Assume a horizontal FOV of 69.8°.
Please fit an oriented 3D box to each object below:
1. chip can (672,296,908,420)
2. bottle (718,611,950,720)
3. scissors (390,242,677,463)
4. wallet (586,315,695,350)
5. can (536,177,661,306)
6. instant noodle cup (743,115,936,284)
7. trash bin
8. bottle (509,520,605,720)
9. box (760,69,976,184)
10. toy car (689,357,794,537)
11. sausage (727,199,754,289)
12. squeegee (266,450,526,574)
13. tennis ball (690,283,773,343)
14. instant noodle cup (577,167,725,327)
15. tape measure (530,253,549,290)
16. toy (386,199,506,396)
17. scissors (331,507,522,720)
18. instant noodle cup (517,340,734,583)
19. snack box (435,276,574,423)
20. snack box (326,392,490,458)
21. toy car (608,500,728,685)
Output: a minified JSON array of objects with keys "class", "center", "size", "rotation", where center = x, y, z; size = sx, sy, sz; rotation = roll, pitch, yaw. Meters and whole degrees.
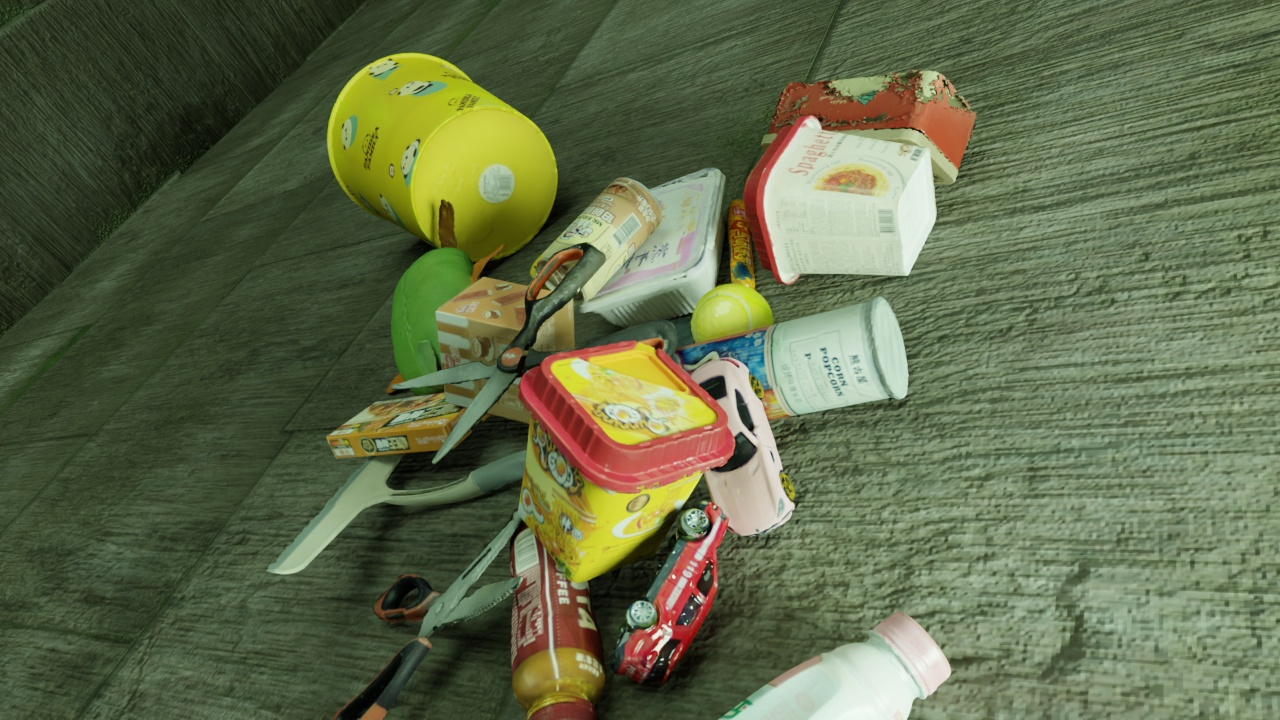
[{"class":"chip can","center":[0.078,0.012,0.670],"size":[0.215,0.071,0.071],"rotation":[-13,38,29]},{"class":"bottle","center":[0.066,0.199,0.451],"size":[0.196,0.068,0.068],"rotation":[-35,33,-9]},{"class":"scissors","center":[-0.077,-0.012,0.700],"size":[0.234,0.022,0.220],"rotation":[2,51,20]},{"class":"wallet","center":[-0.005,0.005,0.799],"size":[0.121,0.019,0.097],"rotation":[-14,37,24]},{"class":"can","center":[-0.035,-0.107,0.819],"size":[0.059,0.058,0.116],"rotation":[13,55,48]},{"class":"instant noodle cup","center":[0.165,-0.126,0.746],"size":[0.124,0.117,0.116],"rotation":[13,54,33]},{"class":"trash bin","center":[-0.242,-0.249,1.146],"size":[0.229,0.230,0.255],"rotation":[-41,39,-11]},{"class":"bottle","center":[-0.055,0.171,0.593],"size":[0.057,0.057,0.174],"rotation":[-27,34,10]},{"class":"box","center":[0.200,-0.210,0.812],"size":[0.169,0.091,0.079],"rotation":[12,80,48]},{"class":"toy car","center":[0.062,0.057,0.611],"size":[0.056,0.037,0.122],"rotation":[-28,66,30]},{"class":"sausage","center":[0.093,-0.105,0.851],"size":[0.021,0.021,0.164],"rotation":[-21,36,18]},{"class":"squeegee","center":[-0.144,0.098,0.779],"size":[0.247,0.039,0.246],"rotation":[-15,19,16]},{"class":"tennis ball","center":[0.073,-0.028,0.729],"size":[0.065,0.065,0.065],"rotation":[-22,35,16]},{"class":"instant noodle cup","center":[0.020,-0.099,0.871],"size":[0.138,0.060,0.173],"rotation":[-15,39,25]},{"class":"tape measure","center":[-0.093,-0.104,0.999],"size":[0.060,0.029,0.057],"rotation":[13,55,48]},{"class":"toy","center":[-0.210,-0.047,0.960],"size":[0.228,0.090,0.246],"rotation":[-51,36,28]},{"class":"scissors","center":[-0.154,0.188,0.648],"size":[0.228,0.015,0.188],"rotation":[-16,42,53]},{"class":"instant noodle cup","center":[-0.020,0.068,0.594],"size":[0.115,0.124,0.116],"rotation":[-11,42,-39]},{"class":"snack box","center":[-0.115,-0.010,0.801],"size":[0.094,0.093,0.076],"rotation":[13,33,20]},{"class":"snack box","center":[-0.213,0.059,0.855],"size":[0.154,0.026,0.075],"rotation":[-8,22,31]},{"class":"toy car","center":[0.023,0.144,0.568],"size":[0.045,0.053,0.120],"rotation":[27,61,7]}]
